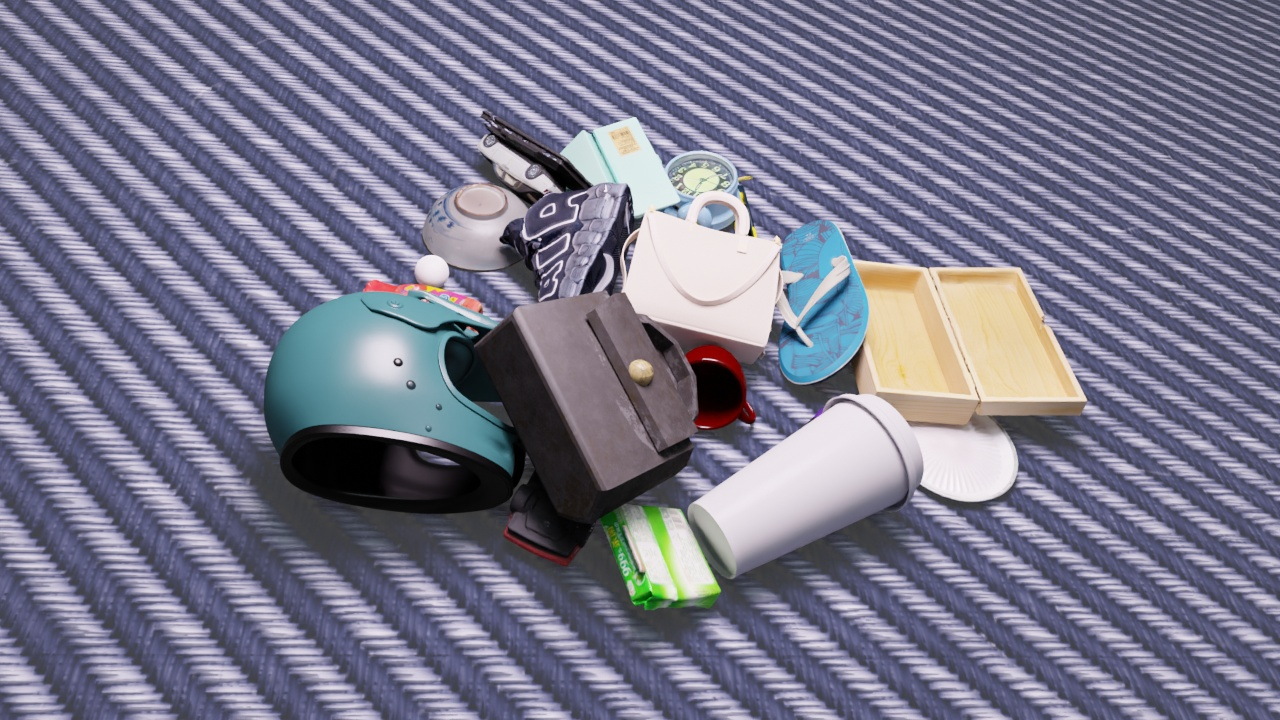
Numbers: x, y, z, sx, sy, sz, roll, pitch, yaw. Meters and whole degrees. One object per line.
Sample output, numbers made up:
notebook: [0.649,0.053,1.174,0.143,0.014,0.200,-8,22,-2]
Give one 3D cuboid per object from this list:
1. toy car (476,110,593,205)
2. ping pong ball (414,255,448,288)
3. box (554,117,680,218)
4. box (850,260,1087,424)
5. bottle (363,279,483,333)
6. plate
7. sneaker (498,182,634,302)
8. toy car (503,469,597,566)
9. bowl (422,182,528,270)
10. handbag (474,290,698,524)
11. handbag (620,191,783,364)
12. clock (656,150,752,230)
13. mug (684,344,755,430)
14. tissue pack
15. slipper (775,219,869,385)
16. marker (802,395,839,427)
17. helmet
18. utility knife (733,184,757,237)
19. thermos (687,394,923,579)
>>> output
toy car: [-0.152,-0.255,1.221,0.192,0.094,0.071,39,89,36]
ping pong ball: [-0.251,-0.106,1.101,0.040,0.040,0.040,6,47,-6]
box: [-0.037,-0.245,1.232,0.139,0.052,0.186,-33,53,11]
box: [0.378,-0.030,1.126,0.253,0.068,0.246,-2,44,1]
bottle: [-0.252,-0.054,1.049,0.134,0.049,0.071,14,49,3]
plate: [0.354,0.098,1.051,0.157,0.014,0.156,5,48,-6]
sneaker: [-0.108,-0.116,1.094,0.151,0.097,0.251,9,60,17]
toy car: [-0.064,0.115,0.926,0.081,0.056,0.188,22,53,9]
bowl: [-0.204,-0.184,1.171,0.150,0.057,0.150,5,48,-6]
handbag: [-0.020,0.027,0.879,0.198,0.103,0.197,-21,81,-45]
handbag: [0.075,-0.115,1.095,0.194,0.101,0.197,14,73,-2]
clock: [0.070,-0.223,1.252,0.118,0.060,0.161,31,57,22]
mug: [0.087,0.028,1.031,0.114,0.087,0.088,40,24,-10]
tissue pack: [0.017,0.184,0.870,0.099,0.034,0.114,15,39,-41]
slipper: [0.215,-0.093,1.138,0.118,0.060,0.294,-18,40,20]
marker: [0.192,0.079,1.037,0.133,0.015,0.018,-37,92,-35]
helmet: [-0.220,0.029,0.901,0.274,0.177,0.199,12,51,-18]
utility knife: [0.141,-0.200,1.280,0.028,0.020,0.172,3,47,-11]
thermos: [0.162,0.130,0.921,0.221,0.132,0.131,-25,57,-20]
